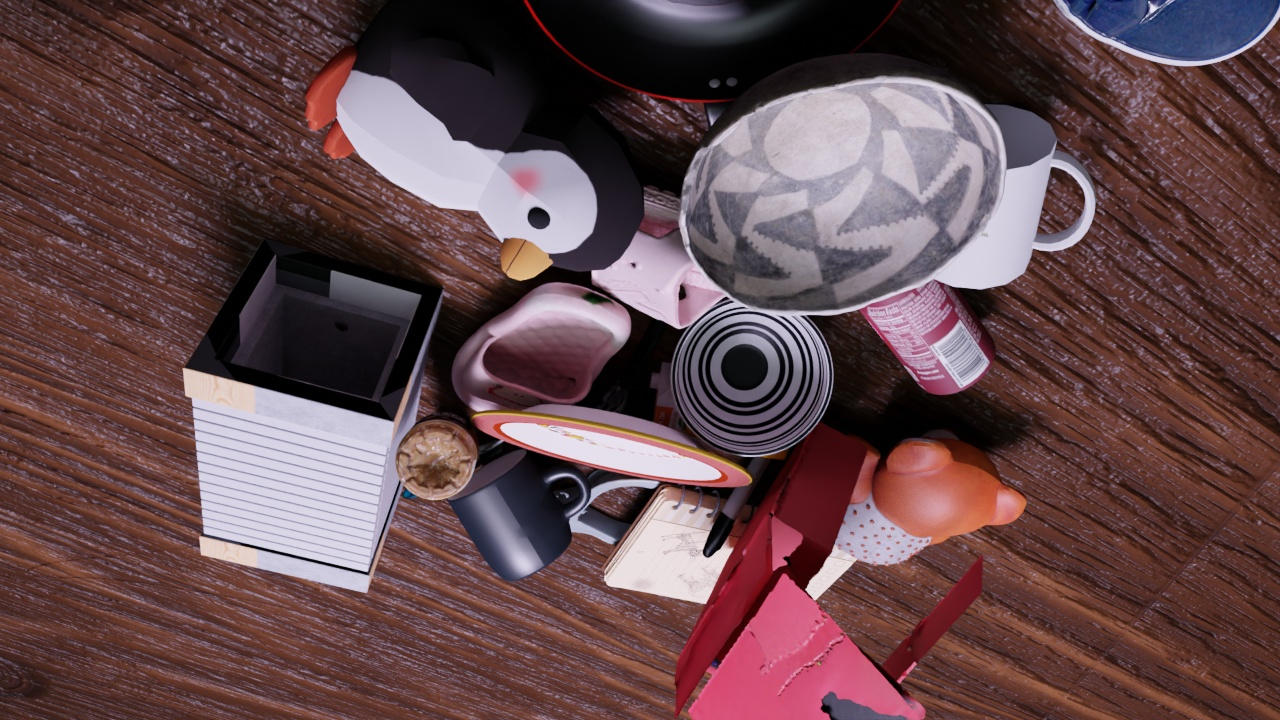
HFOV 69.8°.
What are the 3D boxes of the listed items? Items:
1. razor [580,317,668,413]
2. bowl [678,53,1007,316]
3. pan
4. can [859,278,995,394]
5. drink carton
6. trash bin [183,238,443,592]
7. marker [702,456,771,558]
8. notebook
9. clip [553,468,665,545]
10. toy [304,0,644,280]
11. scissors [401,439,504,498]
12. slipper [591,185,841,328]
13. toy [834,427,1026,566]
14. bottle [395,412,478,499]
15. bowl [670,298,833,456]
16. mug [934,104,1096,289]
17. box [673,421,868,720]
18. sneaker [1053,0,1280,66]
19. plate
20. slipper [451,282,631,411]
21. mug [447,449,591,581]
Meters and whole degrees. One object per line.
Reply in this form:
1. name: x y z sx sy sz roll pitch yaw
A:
1. razor: -0.005 0.004 0.760 0.043 0.022 0.145 38 129 8
2. bowl: 0.108 -0.110 0.523 0.178 0.081 0.179 -1 144 -1
3. pan: 0.047 -0.183 0.531 0.209 0.067 0.357 -2 151 7
4. can: 0.206 -0.029 0.665 0.063 0.063 0.114 -26 126 29
5. drink carton: 0.067 0.043 0.773 0.122 0.040 0.059 8 136 0
6. trash bin: -0.266 0.055 0.758 0.142 0.142 0.248 16 135 -8
7. marker: 0.093 0.120 0.826 0.022 0.016 0.139 15 108 -49
8. notebook: 0.094 0.194 0.910 0.225 0.024 0.168 16 132 -18
9. clip: -0.027 0.165 0.919 0.174 0.030 0.159 -16 129 23
10. toy: -0.074 -0.132 0.540 0.184 0.140 0.159 36 172 -6
11. scissors: -0.165 0.098 0.855 0.148 0.019 0.123 -27 175 -7
12. slipper: 0.031 -0.062 0.627 0.239 0.064 0.094 14 156 4
13. toy: 0.232 0.114 0.796 0.163 0.092 0.173 28 144 -16
14. bottle: -0.163 0.070 0.761 0.059 0.166 0.059 0 94 -7
15. bowl: 0.083 0.009 0.707 0.120 0.066 0.120 0 97 1
16. mug: 0.228 -0.101 0.576 0.105 0.073 0.090 7 137 17
17. box: 0.099 0.216 0.699 0.121 0.317 0.212 14 130 -10
18. sneaker: 0.219 -0.227 0.423 0.294 0.127 0.121 31 132 -25
19. plate: -0.022 0.066 0.740 0.230 0.021 0.230 12 166 3
20. slipper: -0.079 0.003 0.722 0.106 0.055 0.222 23 148 -21
21. mug: -0.101 0.135 0.843 0.122 0.085 0.094 -28 100 9
